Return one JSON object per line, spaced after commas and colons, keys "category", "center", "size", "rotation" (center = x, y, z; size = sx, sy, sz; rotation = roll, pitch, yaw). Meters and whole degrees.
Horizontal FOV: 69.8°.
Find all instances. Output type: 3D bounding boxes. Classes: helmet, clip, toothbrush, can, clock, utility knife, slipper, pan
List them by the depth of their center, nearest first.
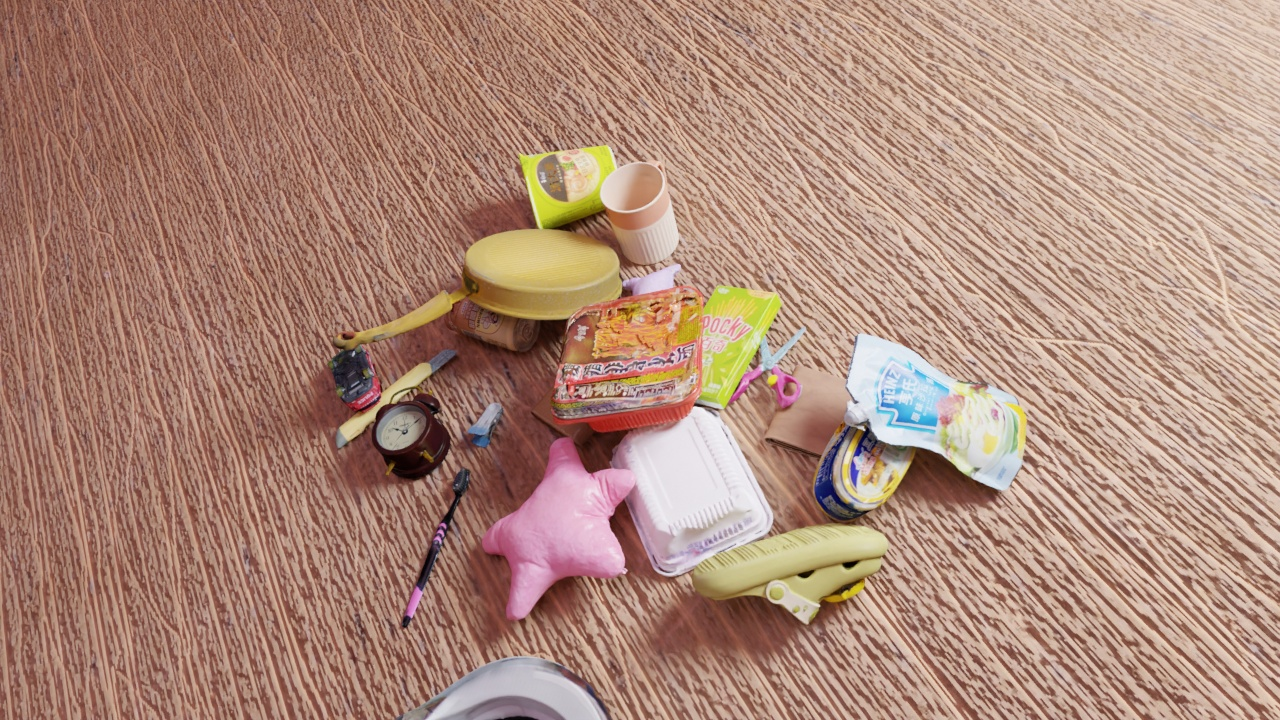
{"category": "helmet", "center": [-0.117, 0.401, 0.780], "size": [0.229, 0.146, 0.257], "rotation": [11, 52, 20]}
{"category": "slipper", "center": [0.146, 0.210, 0.885], "size": [0.190, 0.091, 0.081], "rotation": [-12, 94, -4]}
{"category": "can", "center": [0.232, 0.094, 0.928], "size": [0.074, 0.049, 0.147], "rotation": [37, 63, 2]}
{"category": "toothbrush", "center": [-0.228, 0.205, 1.024], "size": [0.014, 0.018, 0.188], "rotation": [8, 61, 18]}
{"category": "clock", "center": [-0.276, 0.083, 1.095], "size": [0.082, 0.055, 0.121], "rotation": [-17, 52, 4]}
{"category": "clip", "center": [-0.183, 0.074, 1.098], "size": [0.027, 0.045, 0.058], "rotation": [11, 51, 25]}
{"category": "pan", "center": [-0.192, -0.080, 1.109], "size": [0.356, 0.078, 0.197], "rotation": [-12, 32, -26]}
{"category": "utility knife", "center": [-0.310, 0.042, 1.155], "size": [0.188, 0.020, 0.031], "rotation": [-42, 60, -7]}
{"category": "can", "center": [-0.189, -0.052, 1.160], "size": [0.116, 0.058, 0.058], "rotation": [17, 63, 25]}

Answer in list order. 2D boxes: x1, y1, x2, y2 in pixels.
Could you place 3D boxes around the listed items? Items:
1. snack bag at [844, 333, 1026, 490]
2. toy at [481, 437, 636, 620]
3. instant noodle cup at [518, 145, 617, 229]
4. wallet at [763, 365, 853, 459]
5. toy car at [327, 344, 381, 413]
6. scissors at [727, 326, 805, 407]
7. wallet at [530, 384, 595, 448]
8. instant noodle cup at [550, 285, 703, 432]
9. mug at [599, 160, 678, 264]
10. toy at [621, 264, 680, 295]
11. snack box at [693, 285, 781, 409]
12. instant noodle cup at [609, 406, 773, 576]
{"category": "snack bag", "center": [0.291, 0.050, 0.915], "size": [0.191, 0.039, 0.110], "rotation": [23, 70, -6]}
{"category": "toy", "center": [-0.083, 0.184, 0.956], "size": [0.179, 0.074, 0.194], "rotation": [28, 78, 42]}
{"category": "instant noodle cup", "center": [-0.091, -0.237, 1.235], "size": [0.123, 0.112, 0.111], "rotation": [-15, 54, -4]}
{"category": "wallet", "center": [0.205, 0.062, 0.998], "size": [0.115, 0.020, 0.101], "rotation": [17, 62, 22]}
{"category": "toy car", "center": [-0.361, 0.022, 1.166], "size": [0.053, 0.045, 0.120], "rotation": [-32, 40, -5]}
{"category": "scissors", "center": [0.140, 0.010, 1.046], "size": [0.131, 0.017, 0.133], "rotation": [-25, 41, 14]}
{"category": "wallet", "center": [-0.063, 0.040, 1.080], "size": [0.090, 0.033, 0.115], "rotation": [30, 70, 33]}
{"category": "instant noodle cup", "center": [-0.006, 0.006, 1.000], "size": [0.165, 0.079, 0.188], "rotation": [-9, 43, 15]}
{"category": "mug", "center": [0.006, -0.197, 1.174], "size": [0.082, 0.106, 0.114], "rotation": [10, 60, 21]}
{"category": "toy", "center": [0.009, -0.066, 1.128], "size": [0.084, 0.039, 0.107], "rotation": [-14, 56, 28]}
{"category": "snack box", "center": [0.093, -0.019, 1.068], "size": [0.086, 0.026, 0.156], "rotation": [13, 60, 38]}
{"category": "instant noodle cup", "center": [0.047, 0.126, 0.974], "size": [0.138, 0.060, 0.173], "rotation": [-24, 55, -1]}
